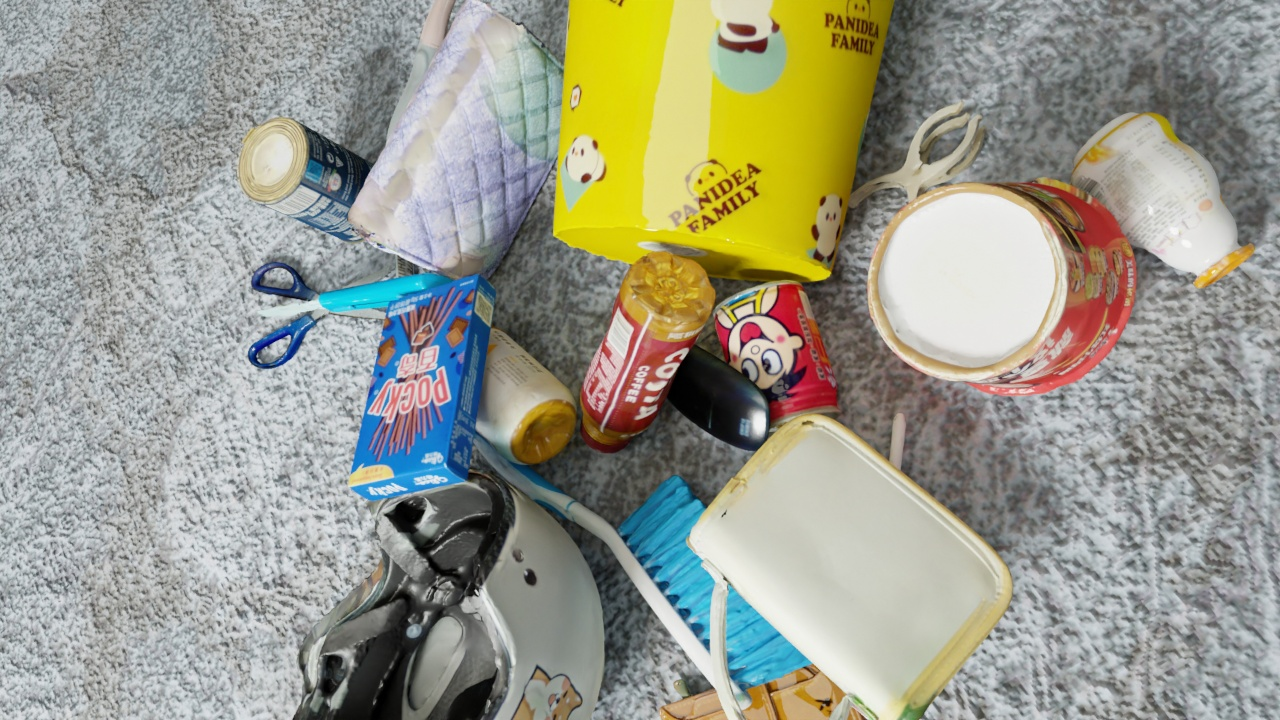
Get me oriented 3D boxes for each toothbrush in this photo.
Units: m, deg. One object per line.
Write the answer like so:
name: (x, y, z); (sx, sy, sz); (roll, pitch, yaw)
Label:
toothbrush: (0.162, 0.124, 0.597); (0.016, 0.016, 0.180); (6, 83, 16)

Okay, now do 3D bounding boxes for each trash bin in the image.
trash bin: (0.051, -0.192, 0.599); (0.230, 0.229, 0.255); (8, 89, 24)

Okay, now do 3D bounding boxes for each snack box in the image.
snack box: (-0.151, 0.017, 0.646); (0.085, 0.026, 0.156); (-14, 54, 24)

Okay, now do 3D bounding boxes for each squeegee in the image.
squeegee: (-0.171, -0.272, 0.783); (0.248, 0.040, 0.249); (18, 85, 22)

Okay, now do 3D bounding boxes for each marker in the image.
marker: (-0.201, -0.066, 0.785); (0.017, 0.017, 0.145); (-11, 76, 21)

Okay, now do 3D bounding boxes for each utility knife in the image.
utility knife: (-0.245, -0.049, 0.761); (0.239, 0.034, 0.018); (-4, 75, 34)

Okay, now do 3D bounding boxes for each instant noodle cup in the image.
instant noodle cup: (0.205, -0.042, 0.538); (0.138, 0.108, 0.138); (3, 95, 37)

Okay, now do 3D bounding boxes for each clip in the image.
clip: (0.190, -0.129, 0.625); (0.071, 0.034, 0.100); (47, 108, 22)

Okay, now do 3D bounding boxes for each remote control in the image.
remote control: (0.042, 0.021, 0.623); (0.136, 0.024, 0.053); (34, 128, 57)

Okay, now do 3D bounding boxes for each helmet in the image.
helmet: (-0.117, 0.216, 0.613); (0.230, 0.156, 0.273); (6, 73, 53)

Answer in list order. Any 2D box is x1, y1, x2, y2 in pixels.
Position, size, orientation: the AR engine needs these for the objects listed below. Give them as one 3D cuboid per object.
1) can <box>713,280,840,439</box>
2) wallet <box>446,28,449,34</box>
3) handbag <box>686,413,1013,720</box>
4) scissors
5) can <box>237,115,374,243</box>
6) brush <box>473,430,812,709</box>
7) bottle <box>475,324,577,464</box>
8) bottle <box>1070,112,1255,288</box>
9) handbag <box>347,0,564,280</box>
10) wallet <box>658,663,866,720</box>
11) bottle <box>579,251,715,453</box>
can: (0.093, 0.001, 0.621); (0.067, 0.066, 0.093); (-21, 73, 18)
wallet: (-0.156, -0.226, 0.796); (0.097, 0.019, 0.121); (20, 87, 23)
handbag: (0.102, 0.141, 0.539); (0.163, 0.063, 0.178); (41, 66, 18)
scissors: (-0.294, -0.044, 0.823); (0.162, 0.012, 0.164); (35, 94, 25)
can: (-0.275, -0.152, 0.780); (0.075, 0.111, 0.075); (-4, 79, 22)
brush: (-0.011, 0.115, 0.650); (0.109, 0.060, 0.314); (-42, 57, -1)
bottle: (-0.124, 0.006, 0.702); (0.189, 0.068, 0.068); (38, 96, 38)
bottle: (0.311, -0.094, 0.547); (0.063, 0.063, 0.108); (-36, 68, 13)
handbag: (-0.133, -0.161, 0.710); (0.075, 0.134, 0.194); (30, 92, 24)
wallet: (0.085, 0.252, 0.600); (0.131, 0.035, 0.119); (-25, 75, 14)
bottle: (-0.004, 0.004, 0.616); (0.057, 0.175, 0.057); (9, 53, -13)
